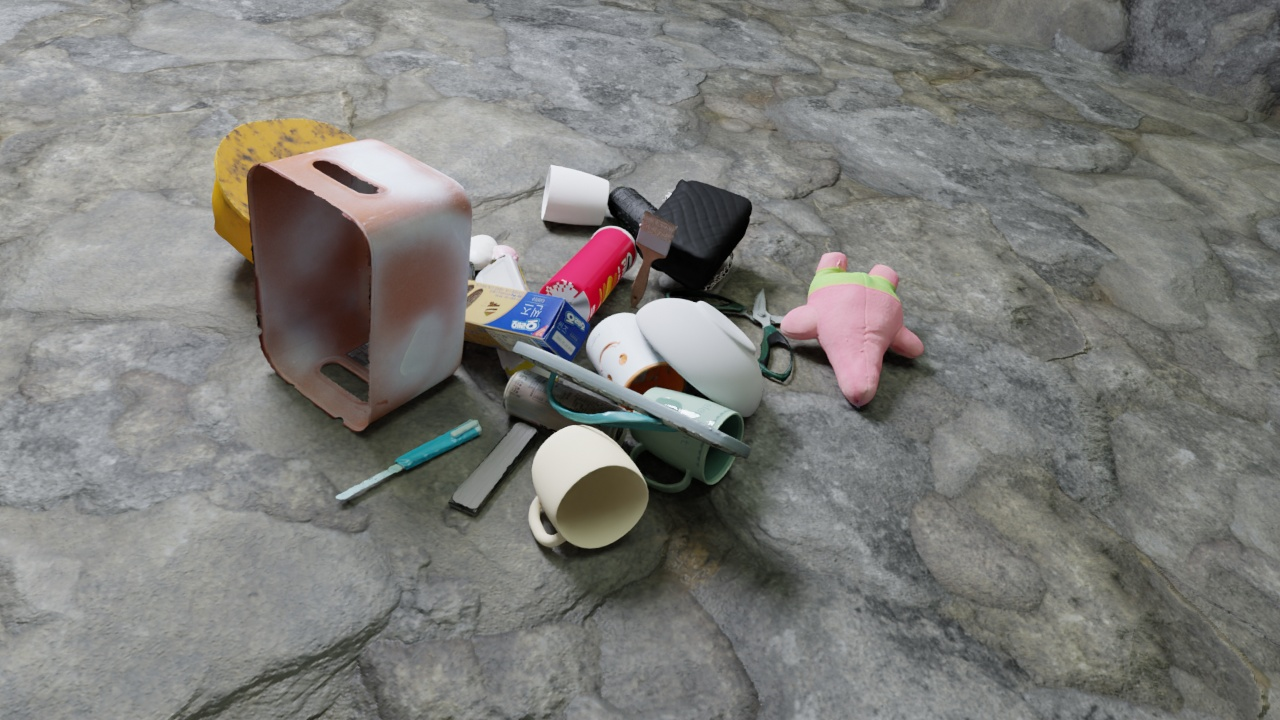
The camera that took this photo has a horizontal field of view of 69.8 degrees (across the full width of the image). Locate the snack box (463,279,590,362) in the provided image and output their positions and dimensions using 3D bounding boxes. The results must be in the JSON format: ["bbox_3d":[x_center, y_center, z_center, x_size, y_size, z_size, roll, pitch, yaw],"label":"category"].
[{"bbox_3d":[-0.153,-0.048,1.049,0.207,0.056,0.057,12,66,40],"label":"snack box"}]

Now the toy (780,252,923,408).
[{"bbox_3d":[0.279,-0.037,1.184,0.192,0.097,0.236,11,51,-3],"label":"toy"}]

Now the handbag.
[{"bbox_3d":[0.067,-0.168,1.276,0.125,0.115,0.153,28,54,11],"label":"handbag"}]

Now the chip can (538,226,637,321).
[{"bbox_3d":[-0.064,-0.107,1.175,0.069,0.069,0.220,16,28,8],"label":"chip can"}]

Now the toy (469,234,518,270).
[{"bbox_3d":[-0.227,-0.147,1.248,0.122,0.038,0.079,8,25,-2],"label":"toy"}]

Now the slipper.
[{"bbox_3d":[-0.017,0.054,0.926,0.269,0.054,0.098,23,-3,20],"label":"slipper"}]

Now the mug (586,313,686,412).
[{"bbox_3d":[-0.006,0.006,1.064,0.082,0.082,0.105,-10,41,-24],"label":"mug"}]

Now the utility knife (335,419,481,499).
[{"bbox_3d":[-0.236,0.100,0.945,0.022,0.015,0.176,36,43,30],"label":"utility knife"}]

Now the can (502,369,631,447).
[{"bbox_3d":[-0.081,0.056,1.006,0.136,0.054,0.054,21,39,13],"label":"can"}]

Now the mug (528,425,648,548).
[{"bbox_3d":[-0.064,0.124,0.898,0.120,0.096,0.099,-44,38,1],"label":"mug"}]

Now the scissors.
[{"bbox_3d":[0.128,-0.047,1.218,0.203,0.015,0.201,9,37,1],"label":"scissors"}]

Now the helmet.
[{"bbox_3d":[-0.448,-0.190,1.173,0.205,0.132,0.254,43,33,-8],"label":"helmet"}]

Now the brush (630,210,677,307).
[{"bbox_3d":[0.007,-0.125,1.184,0.045,0.143,0.008,29,42,10],"label":"brush"}]

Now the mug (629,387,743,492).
[{"bbox_3d":[0.038,0.087,0.982,0.104,0.084,0.111,23,67,28],"label":"mug"}]

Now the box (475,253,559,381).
[{"bbox_3d":[-0.156,-0.049,1.131,0.067,0.070,0.210,-21,43,-6],"label":"box"}]

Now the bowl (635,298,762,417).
[{"bbox_3d":[0.080,-0.017,1.052,0.176,0.066,0.176,39,12,-10],"label":"bowl"}]

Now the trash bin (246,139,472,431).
[{"bbox_3d":[-0.291,-0.088,0.975,0.181,0.260,0.157,30,40,24],"label":"trash bin"}]

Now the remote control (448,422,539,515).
[{"bbox_3d":[-0.150,0.110,0.954,0.033,0.013,0.136,20,40,14],"label":"remote control"}]

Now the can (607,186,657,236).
[{"bbox_3d":[0.003,-0.209,1.365,0.053,0.054,0.137,-17,45,-30],"label":"can"}]

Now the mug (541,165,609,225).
[{"bbox_3d":[-0.100,-0.244,1.379,0.087,0.081,0.114,9,6,-12],"label":"mug"}]

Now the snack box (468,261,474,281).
[{"bbox_3d":[-0.278,-0.107,1.156,0.121,0.072,0.072,16,38,6],"label":"snack box"}]
